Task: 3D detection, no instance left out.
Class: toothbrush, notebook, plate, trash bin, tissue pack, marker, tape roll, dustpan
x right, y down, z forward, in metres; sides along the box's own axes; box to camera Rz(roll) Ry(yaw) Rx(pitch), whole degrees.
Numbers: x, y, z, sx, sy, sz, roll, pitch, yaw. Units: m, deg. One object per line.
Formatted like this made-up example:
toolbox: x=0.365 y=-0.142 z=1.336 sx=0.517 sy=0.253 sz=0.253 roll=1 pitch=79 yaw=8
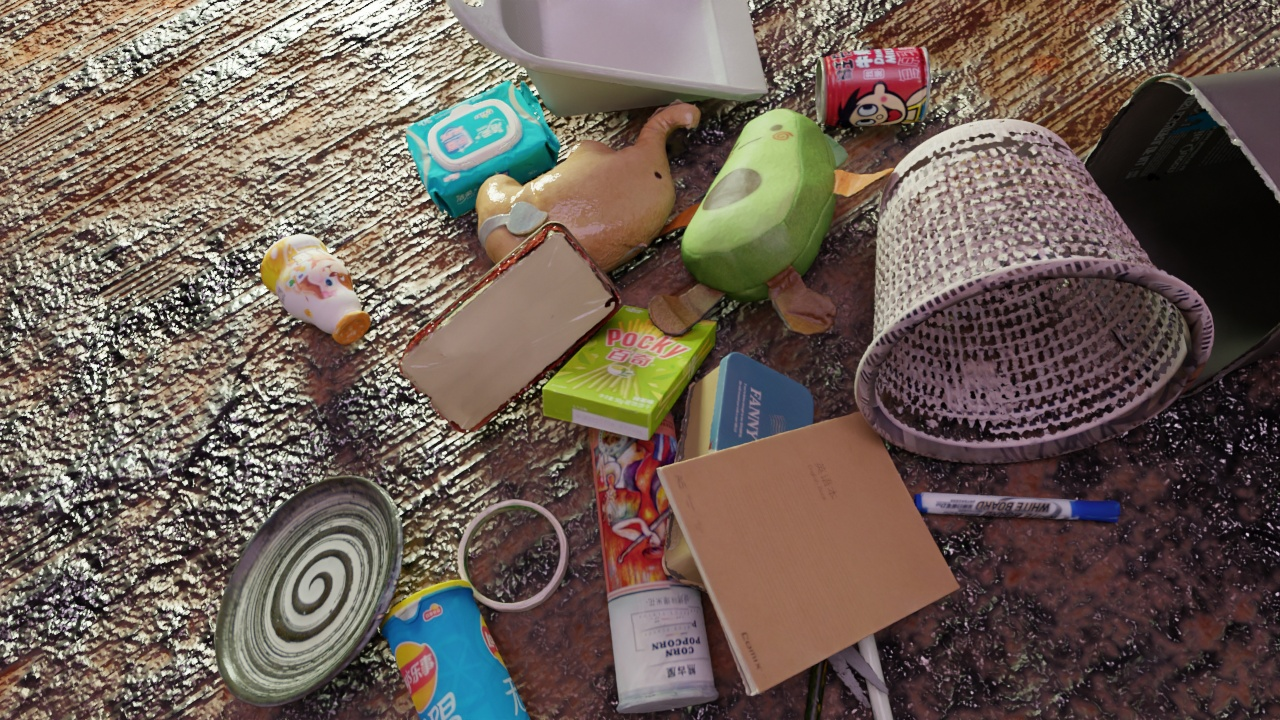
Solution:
toothbrush: x=0.161 y=0.208 z=0.657 sx=0.020 sy=0.029 sz=0.189 roll=8 pitch=61 yaw=-35
notebook: x=0.120 y=0.119 z=0.631 sx=0.211 sy=0.012 sz=0.149 roll=-11 pitch=69 yaw=-37
plate: x=-0.245 y=0.171 z=0.692 sx=0.180 sy=0.024 sz=0.179 roll=-18 pitch=51 yaw=23
trash bin: x=0.478 y=-0.113 z=0.680 sx=0.219 sy=0.199 sz=0.198 roll=-16 pitch=65 yaw=-8
trash bin: x=0.264 y=-0.061 z=0.675 sx=0.227 sy=0.228 sz=0.191 roll=-2 pitch=53 yaw=5
tissue pack: x=-0.146 y=-0.200 z=0.857 sx=0.133 sy=0.050 sz=0.093 roll=-28 pitch=64 yaw=-8
toothbrush: x=0.117 y=0.264 z=0.636 sx=0.012 sy=0.017 sz=0.185 roll=8 pitch=67 yaw=13
marker: x=0.281 y=0.110 z=0.689 sx=0.146 sy=0.017 sz=0.016 roll=2 pitch=66 yaw=7
tape roll: x=-0.099 y=0.151 z=0.713 sx=0.086 sy=0.014 sz=0.085 roll=-2 pitch=66 yaw=5
dustpan: x=-0.036 y=-0.338 z=0.834 sx=0.258 sy=0.143 sz=0.222 roll=-12 pitch=66 yaw=10

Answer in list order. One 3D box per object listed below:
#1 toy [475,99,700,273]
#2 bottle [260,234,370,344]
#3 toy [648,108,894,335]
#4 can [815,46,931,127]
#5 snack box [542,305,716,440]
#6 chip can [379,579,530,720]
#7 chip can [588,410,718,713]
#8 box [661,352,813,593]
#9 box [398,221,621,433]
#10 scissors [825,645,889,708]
toy: x=-0.034 y=-0.144 z=0.803 sx=0.226 sy=0.082 sz=0.143 roll=-28 pitch=68 yaw=-9
bottle: x=-0.281 y=-0.060 z=0.802 sx=0.063 sy=0.063 sz=0.108 roll=-42 pitch=69 yaw=-13
toy: x=0.099 y=-0.120 z=0.760 sx=0.227 sy=0.090 sz=0.246 roll=-6 pitch=49 yaw=30
can: x=0.208 y=-0.246 z=0.830 sx=0.094 sy=0.066 sz=0.066 roll=-2 pitch=65 yaw=5
snack box: x=-0.004 y=0.004 z=0.711 sx=0.086 sy=0.026 sz=0.156 roll=12 pitch=31 yaw=18
chip can: x=-0.108 y=0.260 z=0.632 sx=0.071 sy=0.071 sz=0.210 roll=-29 pitch=66 yaw=-7
chip can: x=0.005 y=0.141 z=0.675 sx=0.071 sy=0.071 sz=0.214 roll=-9 pitch=64 yaw=2
box: x=0.074 y=0.080 z=0.669 sx=0.089 sy=0.061 sz=0.183 roll=24 pitch=55 yaw=-22
box: x=-0.104 y=-0.027 z=0.721 sx=0.168 sy=0.080 sz=0.091 roll=-40 pitch=105 yaw=4
scissors: x=0.105 y=0.177 z=0.671 sx=0.147 sy=0.014 sz=0.171 roll=-2 pitch=60 yaw=7
